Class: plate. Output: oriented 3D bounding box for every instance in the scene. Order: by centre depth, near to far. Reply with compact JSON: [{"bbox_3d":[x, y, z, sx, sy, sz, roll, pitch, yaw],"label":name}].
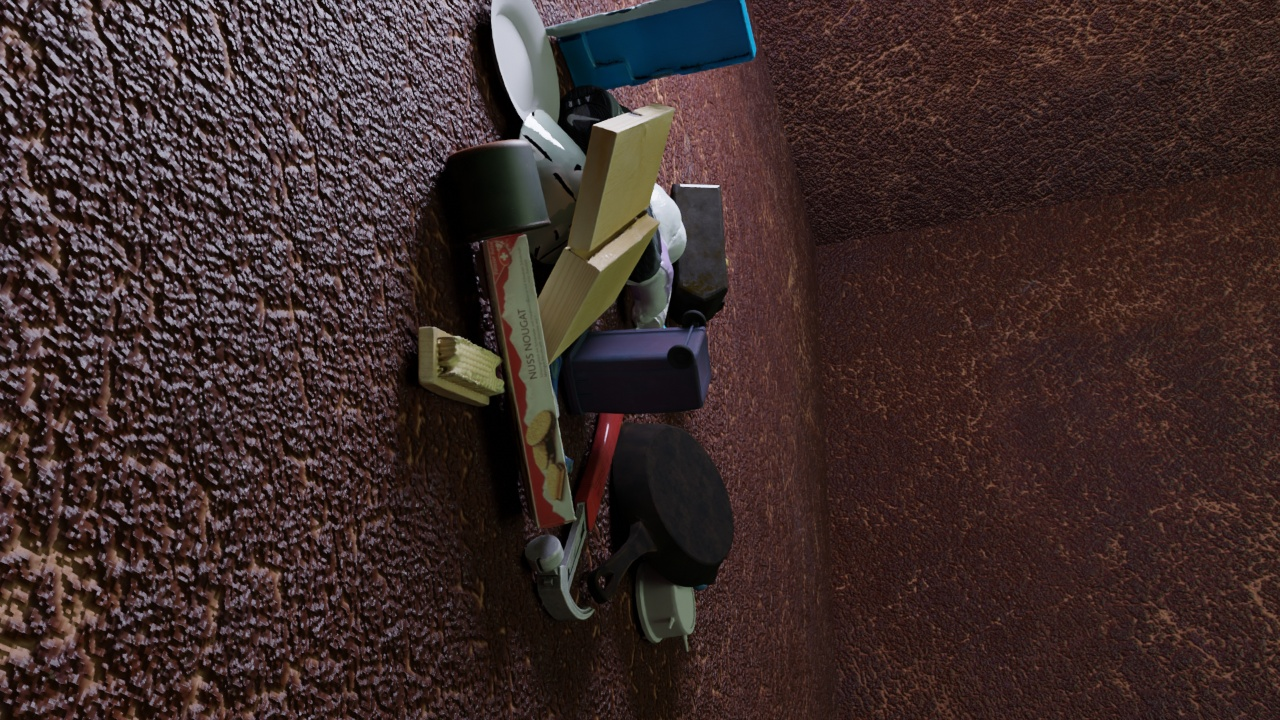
[{"bbox_3d":[-0.135,-0.338,1.037,0.172,0.019,0.173,-8,90,-72],"label":"plate"}]

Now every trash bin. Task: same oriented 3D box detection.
[{"bbox_3d":[-0.006,0.006,1.052,0.093,0.161,0.092,-65,149,-59],"label":"trash bin"}]

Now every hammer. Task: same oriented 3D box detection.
[{"bbox_3d":[-0.058,0.156,1.045,0.314,0.036,0.126,-74,153,-54],"label":"hammer"}]

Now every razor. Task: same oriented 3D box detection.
[{"bbox_3d":[-0.094,0.054,0.995,0.043,0.018,0.140,14,62,-32],"label":"razor"}]

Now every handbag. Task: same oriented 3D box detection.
[{"bbox_3d":[0.092,-0.155,1.499,0.200,0.102,0.197,112,-22,-71],"label":"handbag"}]

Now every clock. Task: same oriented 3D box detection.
[{"bbox_3d":[0.033,0.301,1.227,0.120,0.061,0.159,61,23,-47],"label":"clock"}]

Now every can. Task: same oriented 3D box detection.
[{"bbox_3d":[0.020,-0.084,1.366,0.106,0.044,0.044,-76,152,-49],"label":"can"}]

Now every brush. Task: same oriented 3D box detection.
[{"bbox_3d":[-0.154,0.007,0.797,0.117,0.039,0.049,35,51,-69],"label":"brush"}]

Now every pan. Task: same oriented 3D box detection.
[{"bbox_3d":[0.028,0.202,1.163,0.248,0.043,0.355,60,29,-4],"label":"pan"}]

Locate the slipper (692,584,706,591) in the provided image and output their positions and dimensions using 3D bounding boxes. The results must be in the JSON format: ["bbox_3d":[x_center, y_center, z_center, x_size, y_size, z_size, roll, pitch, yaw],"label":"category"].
[{"bbox_3d":[0.069,0.241,1.338,0.103,0.059,0.214,-96,168,-58],"label":"slipper"}]

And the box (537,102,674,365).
[{"bbox_3d":[-0.037,-0.146,1.002,0.246,0.076,0.258,-55,163,-65],"label":"box"}]

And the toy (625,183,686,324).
[{"bbox_3d":[0.014,-0.162,1.311,0.208,0.086,0.138,-81,157,-44],"label":"toy"}]

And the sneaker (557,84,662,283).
[{"bbox_3d":[-0.024,-0.229,1.197,0.150,0.097,0.252,-35,110,-65],"label":"sneaker"}]

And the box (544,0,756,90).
[{"bbox_3d":[0.007,-0.416,1.144,0.167,0.244,0.075,35,52,-64],"label":"box"}]

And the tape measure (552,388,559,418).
[{"bbox_3d":[-0.107,0.038,0.945,0.062,0.020,0.060,68,21,-12],"label":"tape measure"}]

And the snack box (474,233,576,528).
[{"bbox_3d":[-0.110,0.019,0.872,0.077,0.044,0.273,-161,-119,-75],"label":"snack box"}]

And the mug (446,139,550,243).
[{"bbox_3d":[-0.130,-0.161,0.872,0.110,0.085,0.081,-33,112,-70],"label":"mug"}]

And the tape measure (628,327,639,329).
[{"bbox_3d":[-0.003,-0.009,1.307,0.065,0.017,0.064,42,43,-64],"label":"tape measure"}]

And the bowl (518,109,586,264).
[{"bbox_3d":[-0.080,-0.195,1.035,0.174,0.068,0.174,0,89,-74],"label":"bowl"}]

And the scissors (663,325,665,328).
[{"bbox_3d":[0.024,0.014,1.366,0.073,0.016,0.134,126,-29,-76],"label":"scissors"}]
